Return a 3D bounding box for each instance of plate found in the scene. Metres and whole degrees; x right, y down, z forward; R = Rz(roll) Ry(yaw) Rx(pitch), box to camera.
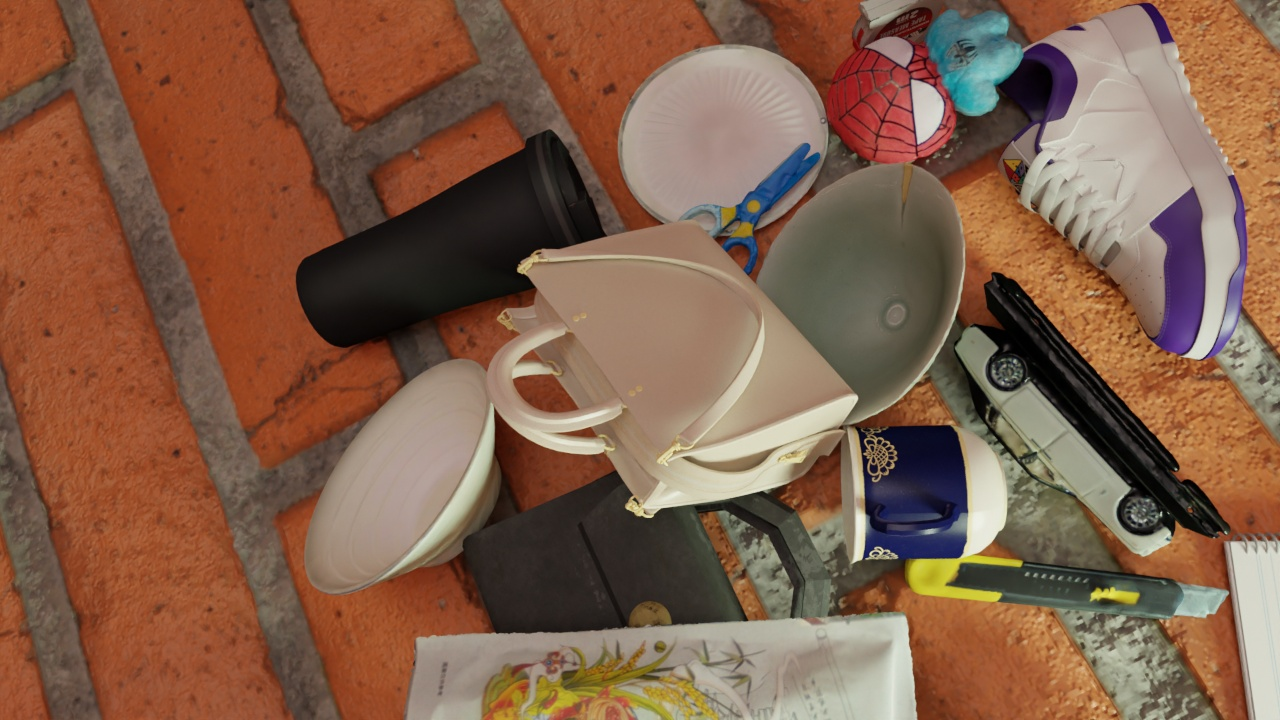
[{"bbox_3d":[0.060,-0.164,0.686,0.157,0.014,0.156,-3,75,9],"label":"plate"}]

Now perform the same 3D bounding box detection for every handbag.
[{"bbox_3d":[0.018,0.159,0.564,0.199,0.102,0.197,-27,73,3],"label":"handbag"},{"bbox_3d":[-0.003,0.003,0.549,0.197,0.101,0.194,-12,51,-37],"label":"handbag"}]

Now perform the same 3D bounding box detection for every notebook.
[{"bbox_3d":[0.478,0.187,0.520,0.246,0.013,0.177,-3,77,10],"label":"notebook"}]

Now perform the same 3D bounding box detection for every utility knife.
[{"bbox_3d":[0.261,0.140,0.569,0.188,0.020,0.028,3,78,10],"label":"utility knife"}]

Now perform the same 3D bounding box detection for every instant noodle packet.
[{"bbox_3d":[0.010,0.211,0.484,0.269,0.057,0.147,-4,88,8],"label":"instant noodle packet"}]

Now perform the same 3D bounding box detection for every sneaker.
[{"bbox_3d":[0.297,-0.114,0.592,0.111,0.092,0.244,-9,70,9],"label":"sneaker"}]

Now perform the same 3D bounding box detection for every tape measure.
[{"bbox_3d":[0.183,-0.245,0.659,0.060,0.062,0.020,-23,73,-2],"label":"tape measure"}]

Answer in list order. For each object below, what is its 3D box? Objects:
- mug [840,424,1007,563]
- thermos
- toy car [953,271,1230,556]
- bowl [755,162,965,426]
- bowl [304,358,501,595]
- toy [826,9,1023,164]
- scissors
[{"bbox_3d":[0.172,0.083,0.553,0.089,0.111,0.086,-2,99,7],"label":"mug"},{"bbox_3d":[-0.133,-0.079,0.660,0.219,0.106,0.105,-20,73,10],"label":"thermos"},{"bbox_3d":[0.263,0.039,0.570,0.071,0.094,0.191,-45,72,23],"label":"toy car"},{"bbox_3d":[0.155,-0.035,0.602,0.175,0.067,0.174,-27,54,44],"label":"bowl"},{"bbox_3d":[-0.144,0.087,0.615,0.177,0.058,0.176,-30,36,25],"label":"bowl"},{"bbox_3d":[0.193,-0.189,0.632,0.133,0.062,0.092,-27,77,29],"label":"toy"},{"bbox_3d":[0.084,-0.105,0.652,0.130,0.022,0.070,-38,71,-4],"label":"scissors"}]
